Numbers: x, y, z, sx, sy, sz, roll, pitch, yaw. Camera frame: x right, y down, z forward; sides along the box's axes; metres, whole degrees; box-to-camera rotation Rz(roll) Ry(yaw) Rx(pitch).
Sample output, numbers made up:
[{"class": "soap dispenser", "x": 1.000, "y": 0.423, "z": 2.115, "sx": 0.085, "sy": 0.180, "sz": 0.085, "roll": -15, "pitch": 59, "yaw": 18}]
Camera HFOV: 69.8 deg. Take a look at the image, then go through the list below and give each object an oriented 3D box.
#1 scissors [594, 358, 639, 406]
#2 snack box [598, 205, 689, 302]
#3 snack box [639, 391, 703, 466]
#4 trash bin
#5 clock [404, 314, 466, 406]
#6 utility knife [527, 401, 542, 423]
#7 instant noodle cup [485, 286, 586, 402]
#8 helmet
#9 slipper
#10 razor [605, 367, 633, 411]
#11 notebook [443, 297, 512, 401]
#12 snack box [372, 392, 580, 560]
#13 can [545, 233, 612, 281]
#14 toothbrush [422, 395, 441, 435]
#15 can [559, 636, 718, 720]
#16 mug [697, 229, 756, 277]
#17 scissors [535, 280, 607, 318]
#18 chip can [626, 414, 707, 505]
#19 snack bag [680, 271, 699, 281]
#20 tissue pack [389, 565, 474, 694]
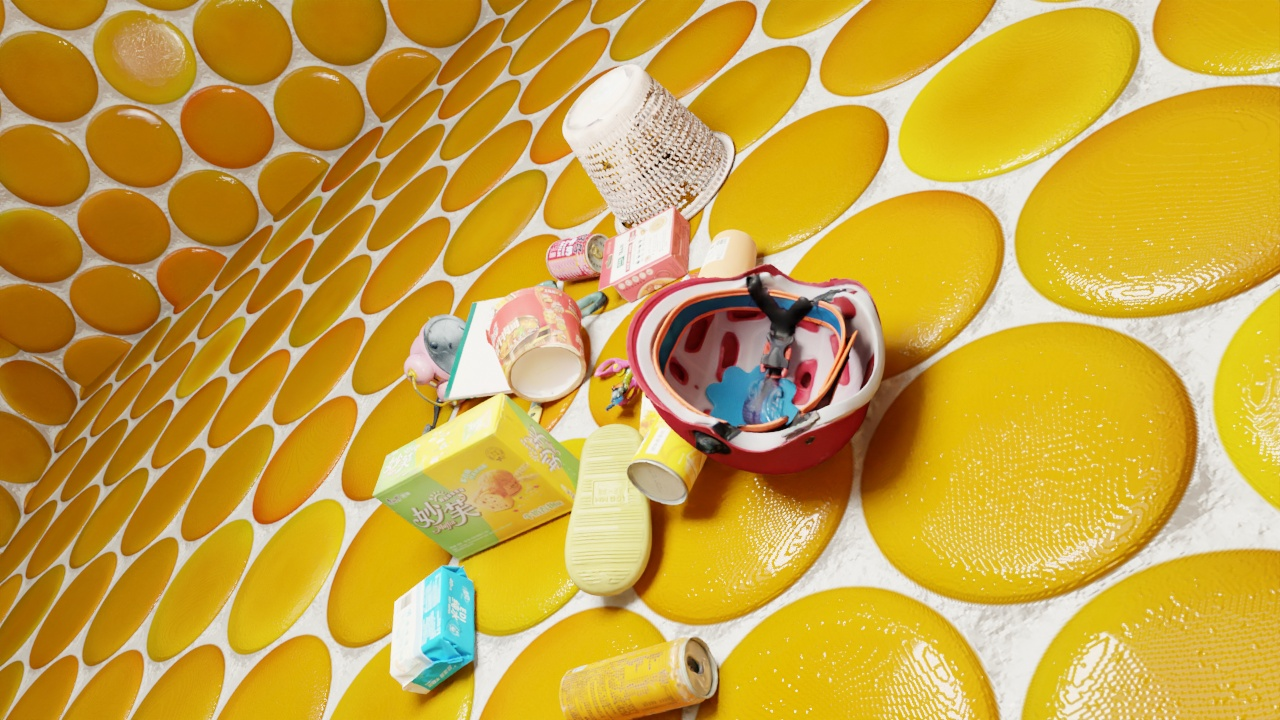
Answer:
[{"class": "scissors", "x": -0.007, "y": 0.008, "z": 1.196, "sx": 0.134, "sy": 0.017, "sz": 0.135, "roll": -21, "pitch": 38, "yaw": 28}, {"class": "snack box", "x": 0.007, "y": -0.148, "z": 1.316, "sx": 0.127, "sy": 0.044, "sz": 0.113, "roll": -24, "pitch": 40, "yaw": 28}, {"class": "snack box", "x": 0.037, "y": 0.068, "z": 1.071, "sx": 0.077, "sy": 0.027, "sz": 0.155, "roll": -24, "pitch": 40, "yaw": 28}, {"class": "trash bin", "x": -0.003, "y": -0.324, "z": 1.381, "sx": 0.228, "sy": 0.192, "sz": 0.227, "roll": -29, "pitch": 37, "yaw": 24}, {"class": "clock", "x": -0.309, "y": 0.005, "z": 1.442, "sx": 0.060, "sy": 0.117, "sz": 0.158, "roll": -35, "pitch": 31, "yaw": 35}, {"class": "utility knife", "x": -0.155, "y": 0.099, "z": 1.266, "sx": 0.031, "sy": 0.022, "sz": 0.212, "roll": -14, "pitch": 40, "yaw": 31}, {"class": "instant noodle cup", "x": -0.136, "y": -0.017, "z": 1.267, "sx": 0.138, "sy": 0.138, "sz": 0.108, "roll": -36, "pitch": 44, "yaw": 15}, {"class": "helmet", "x": 0.112, "y": 0.021, "z": 0.901, "sx": 0.240, "sy": 0.144, "sz": 0.206, "roll": 9, "pitch": 55, "yaw": 16}, {"class": "slipper", "x": -0.026, "y": 0.165, "z": 1.000, "sx": 0.092, "sy": 0.082, "sz": 0.190, "roll": -3, "pitch": 63, "yaw": 13}, {"class": "razor", "x": 0.003, "y": 0.005, "z": 1.153, "sx": 0.142, "sy": 0.022, "sz": 0.043, "roll": -47, "pitch": 5, "yaw": -18}, {"class": "notebook", "x": -0.213, "y": -0.027, "z": 1.412, "sx": 0.150, "sy": 0.012, "sz": 0.208, "roll": -8, "pitch": 46, "yaw": 16}, {"class": "snack box", "x": -0.196, "y": 0.148, "z": 1.125, "sx": 0.210, "sy": 0.157, "sz": 0.069, "roll": -28, "pitch": 34, "yaw": 26}, {"class": "can", "x": -0.092, "y": -0.159, "z": 1.415, "sx": 0.094, "sy": 0.066, "sz": 0.066, "roll": -4, "pitch": 52, "yaw": 46}, {"class": "toothbrush", "x": -0.326, "y": 0.058, "z": 1.492, "sx": 0.014, "sy": 0.016, "sz": 0.189, "roll": -18, "pitch": 41, "yaw": 24}, {"class": "can", "x": -0.004, "y": 0.299, "z": 0.846, "sx": 0.146, "sy": 0.058, "sz": 0.058, "roll": -25, "pitch": 39, "yaw": 28}, {"class": "mug", "x": 0.106, "y": -0.102, "z": 1.136, "sx": 0.078, "sy": 0.078, "sz": 0.122, "roll": -20, "pitch": 37, "yaw": 34}, {"class": "scissors", "x": -0.124, "y": -0.081, "z": 1.377, "sx": 0.179, "sy": 0.019, "sz": 0.169, "roll": -8, "pitch": 31, "yaw": 20}, {"class": "chip can", "x": 0.061, "y": 0.052, "z": 0.991, "sx": 0.072, "sy": 0.072, "sz": 0.212, "roll": -9, "pitch": 38, "yaw": 42}, {"class": "snack bag", "x": 0.047, "y": -0.082, "z": 1.219, "sx": 0.104, "sy": 0.026, "sz": 0.048, "roll": -38, "pitch": 28, "yaw": 14}, {"class": "tissue pack", "x": -0.242, "y": 0.316, "z": 1.084, "sx": 0.090, "sy": 0.063, "sz": 0.140, "roll": -38, "pitch": 33, "yaw": 15}]
